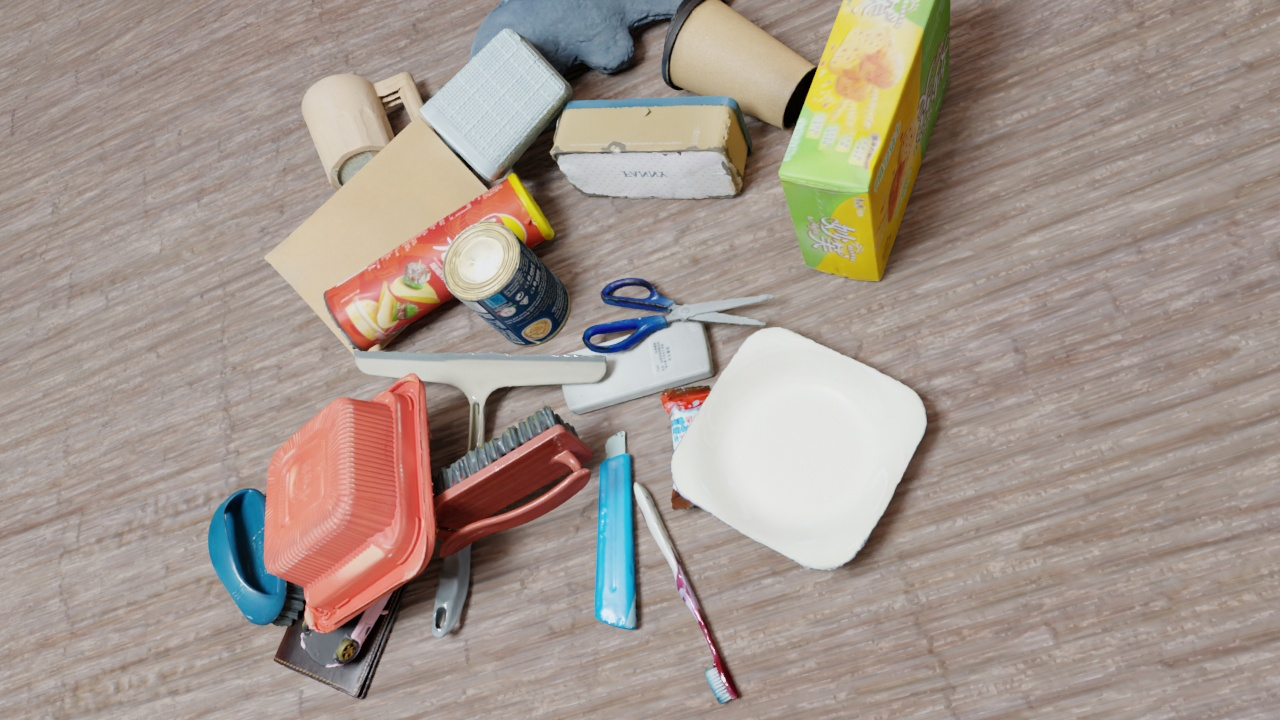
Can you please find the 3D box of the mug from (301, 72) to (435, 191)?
[{"bbox_3d":[-0.283,-0.243,0.969,0.124,0.084,0.103,-23,64,-6],"label":"mug"}]

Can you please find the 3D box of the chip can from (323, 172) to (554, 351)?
[{"bbox_3d":[-0.190,-0.092,0.868,0.216,0.073,0.073,-31,63,1],"label":"chip can"}]

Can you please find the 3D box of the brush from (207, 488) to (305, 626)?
[{"bbox_3d":[-0.351,0.173,0.827,0.055,0.073,0.143,-42,51,12],"label":"brush"}]

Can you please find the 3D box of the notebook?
[{"bbox_3d":[-0.248,-0.119,0.913,0.211,0.012,0.149,-43,86,0],"label":"notebook"}]

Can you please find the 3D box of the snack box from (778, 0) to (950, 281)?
[{"bbox_3d":[0.185,-0.190,0.730,0.070,0.157,0.209,17,76,23],"label":"snack box"}]

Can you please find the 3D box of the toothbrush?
[{"bbox_3d":[0.031,0.180,0.726,0.017,0.016,0.187,-34,63,16],"label":"toothbrush"}]

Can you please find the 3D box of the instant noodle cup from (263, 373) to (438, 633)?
[{"bbox_3d":[-0.242,0.111,0.749,0.165,0.079,0.188,-37,49,26],"label":"instant noodle cup"}]

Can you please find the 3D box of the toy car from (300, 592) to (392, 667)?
[{"bbox_3d":[-0.243,0.203,0.788,0.056,0.037,0.122,25,82,30],"label":"toy car"}]

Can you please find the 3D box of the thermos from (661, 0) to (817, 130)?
[{"bbox_3d":[0.089,-0.271,0.840,0.143,0.093,0.093,34,84,20],"label":"thermos"}]

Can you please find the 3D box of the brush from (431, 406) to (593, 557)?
[{"bbox_3d":[-0.111,0.103,0.741,0.146,0.063,0.069,-30,57,8],"label":"brush"}]

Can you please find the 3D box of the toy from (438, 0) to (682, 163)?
[{"bbox_3d":[-0.091,-0.312,0.925,0.356,0.091,0.138,-34,90,6],"label":"toy"}]

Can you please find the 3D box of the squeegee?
[{"bbox_3d":[-0.153,0.115,0.805,0.247,0.039,0.246,1,76,16],"label":"squeegee"}]

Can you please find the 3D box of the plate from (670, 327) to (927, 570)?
[{"bbox_3d":[0.123,0.068,0.718,0.164,0.034,0.163,28,78,24],"label":"plate"}]

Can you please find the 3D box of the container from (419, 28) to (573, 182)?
[{"bbox_3d":[-0.128,-0.239,0.853,0.111,0.090,0.090,-43,100,11],"label":"container"}]

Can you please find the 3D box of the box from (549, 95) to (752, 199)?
[{"bbox_3d":[0.016,-0.191,0.832,0.184,0.090,0.059,3,70,18],"label":"box"}]

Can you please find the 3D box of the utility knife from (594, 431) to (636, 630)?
[{"bbox_3d":[-0.020,0.137,0.759,0.034,0.018,0.166,-5,67,11],"label":"utility knife"}]

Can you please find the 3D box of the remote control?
[{"bbox_3d":[-0.005,0.005,0.802,0.135,0.019,0.056,-17,65,14],"label":"remote control"}]

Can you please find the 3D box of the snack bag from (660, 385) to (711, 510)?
[{"bbox_3d":[0.042,0.070,0.756,0.045,0.026,0.105,-7,70,3],"label":"snack bag"}]

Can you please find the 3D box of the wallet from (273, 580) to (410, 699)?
[{"bbox_3d":[-0.262,0.224,0.814,0.096,0.020,0.122,15,75,19],"label":"wallet"}]

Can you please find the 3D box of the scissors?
[{"bbox_3d":[0.025,-0.035,0.788,0.146,0.012,0.169,-42,45,-15],"label":"scissors"}]

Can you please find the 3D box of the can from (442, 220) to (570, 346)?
[{"bbox_3d":[-0.118,-0.067,0.819,0.075,0.111,0.075,-7,68,17],"label":"can"}]
